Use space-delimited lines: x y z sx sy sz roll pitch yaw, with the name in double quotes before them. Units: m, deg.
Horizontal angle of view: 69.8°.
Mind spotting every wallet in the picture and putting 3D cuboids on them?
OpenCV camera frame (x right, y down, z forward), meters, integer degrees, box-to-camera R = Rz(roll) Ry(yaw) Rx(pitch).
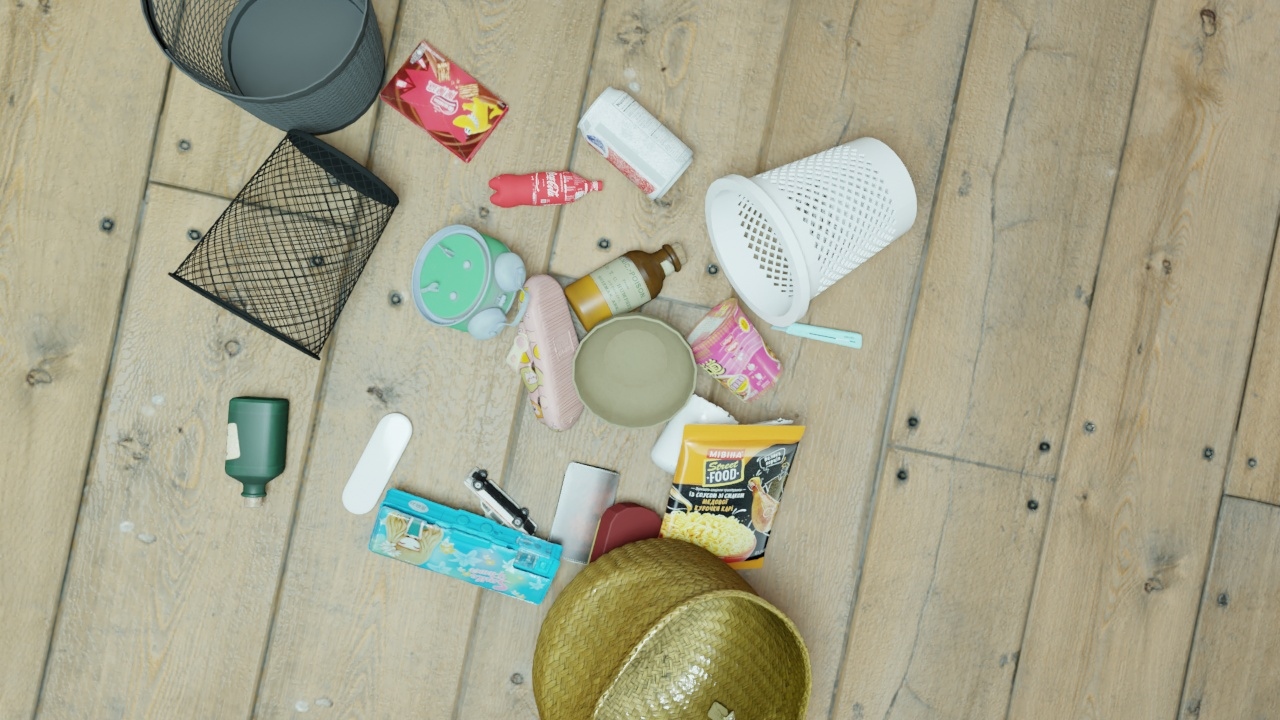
"wallet" -0.073 0.196 1.175 0.072 0.019 0.123 14 89 -7

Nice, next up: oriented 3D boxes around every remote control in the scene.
"remote control" -0.328 0.128 1.146 0.043 0.013 0.136 27 88 -7

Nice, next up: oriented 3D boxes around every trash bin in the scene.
"trash bin" -0.396 -0.369 1.020 0.217 0.227 0.218 0 91 -7
"trash bin" -0.396 -0.137 1.057 0.184 0.184 0.210 31 82 -7
"trash bin" 0.217 -0.173 1.130 0.199 0.196 0.195 -28 94 -15

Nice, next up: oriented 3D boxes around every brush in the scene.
"brush" -0.032 0.264 1.159 0.082 0.042 0.173 16 89 -36

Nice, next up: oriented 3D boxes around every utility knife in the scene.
"utility knife" 0.233 -0.036 1.211 0.126 0.015 0.022 10 121 -6

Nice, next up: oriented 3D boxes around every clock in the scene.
"clock" -0.198 -0.089 1.089 0.162 0.075 0.122 28 96 31

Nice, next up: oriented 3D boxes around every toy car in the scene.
"toy car" -0.180 0.186 1.155 0.113 0.039 0.039 44 106 -6

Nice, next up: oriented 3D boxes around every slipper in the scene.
"slipper" -0.124 -0.009 1.141 0.082 0.093 0.197 -3 103 29

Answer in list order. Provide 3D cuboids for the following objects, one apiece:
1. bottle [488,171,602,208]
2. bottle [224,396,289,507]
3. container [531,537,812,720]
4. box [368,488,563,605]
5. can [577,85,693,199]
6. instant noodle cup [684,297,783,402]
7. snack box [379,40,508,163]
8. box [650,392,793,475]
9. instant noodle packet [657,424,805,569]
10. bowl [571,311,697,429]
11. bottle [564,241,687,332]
"bottle" -0.118 -0.215 1.150 0.141 0.042 0.042 -5 92 -7
"bottle" -0.463 0.111 1.105 0.061 0.061 0.131 4 91 -5
"container" 0.030 0.367 1.068 0.306 0.196 0.307 -9 111 -24
"box" -0.216 0.233 1.129 0.226 0.041 0.094 20 126 -7
"can" -0.006 -0.271 1.145 0.136 0.078 0.078 40 86 -6
"instant noodle cup" 0.121 -0.008 1.162 0.097 0.098 0.108 -46 103 -4
"snack box" -0.243 -0.322 1.143 0.133 0.021 0.089 36 86 -6
"box" 0.103 0.100 1.164 0.141 0.083 0.140 29 86 5
"instant noodle packet" 0.105 0.174 1.140 0.159 0.032 0.221 2 117 -20
"bowl" -0.007 0.007 1.131 0.152 0.050 0.152 1 114 2
"bottle" -0.013 -0.099 1.153 0.157 0.068 0.068 -30 94 -5
